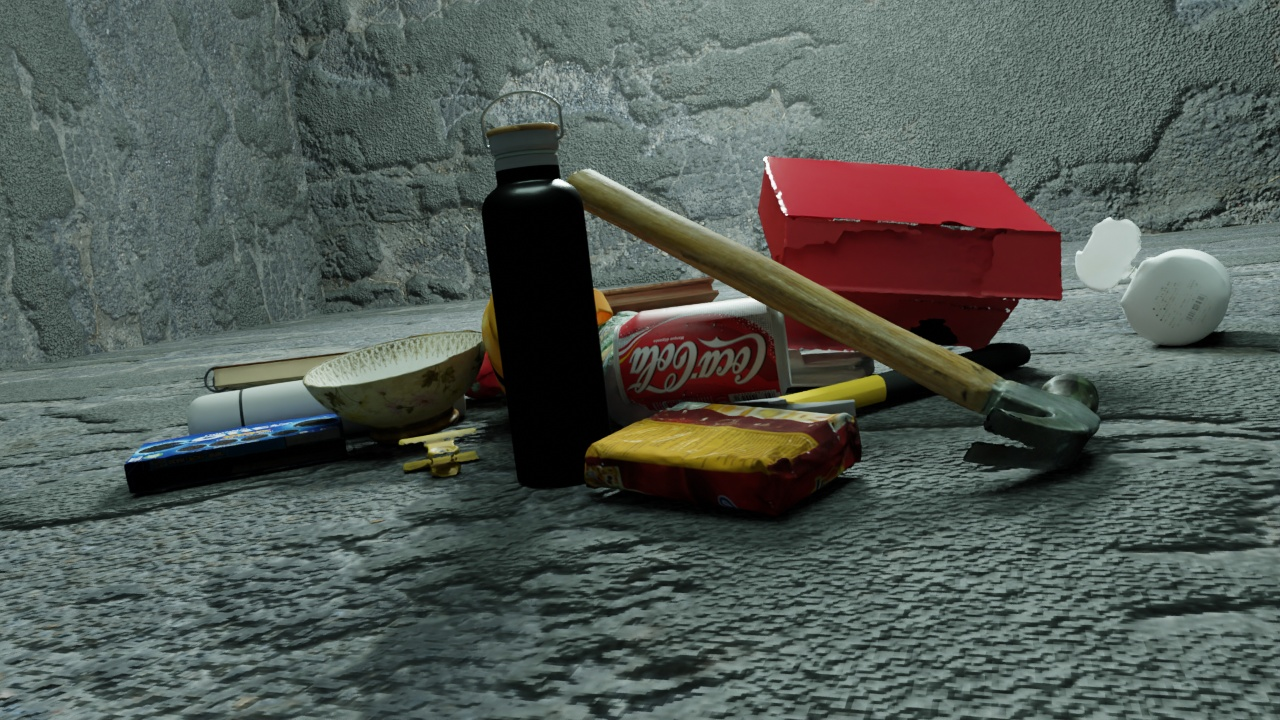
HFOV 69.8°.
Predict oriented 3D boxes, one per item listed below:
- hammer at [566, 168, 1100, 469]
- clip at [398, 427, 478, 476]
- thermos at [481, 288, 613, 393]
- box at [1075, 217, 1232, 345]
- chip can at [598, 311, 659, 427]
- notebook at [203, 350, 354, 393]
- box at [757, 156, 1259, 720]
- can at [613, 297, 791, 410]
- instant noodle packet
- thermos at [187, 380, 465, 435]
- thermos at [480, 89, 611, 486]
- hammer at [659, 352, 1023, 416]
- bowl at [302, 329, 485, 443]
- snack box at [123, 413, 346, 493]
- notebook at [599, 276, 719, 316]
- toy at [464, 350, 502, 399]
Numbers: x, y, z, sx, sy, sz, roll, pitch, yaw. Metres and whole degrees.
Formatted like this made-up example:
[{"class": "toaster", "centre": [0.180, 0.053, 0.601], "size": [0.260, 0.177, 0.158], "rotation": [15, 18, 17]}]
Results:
[{"class": "hammer", "centre": [0.094, -0.034, 0.524], "size": [0.330, 0.033, 0.132], "rotation": [30, 27, 20]}, {"class": "clip", "centre": [-0.134, 0.060, 0.618], "size": [0.054, 0.044, 0.050], "rotation": [-7, -17, -17]}, {"class": "thermos", "centre": [-0.076, -0.019, 0.708], "size": [0.091, 0.076, 0.233], "rotation": [-51, -2, -11]}, {"class": "box", "centre": [0.446, -0.074, 0.814], "size": [0.143, 0.083, 0.137], "rotation": [27, 24, 30]}, {"class": "chip can", "centre": [-0.003, 0.004, 0.750], "size": [0.075, 0.075, 0.223], "rotation": [-7, 8, -4]}, {"class": "notebook", "centre": [-0.311, 0.019, 0.922], "size": [0.167, 0.024, 0.225], "rotation": [-7, -6, -3]}, {"class": "box", "centre": [0.204, 0.039, 0.641], "size": [0.215, 0.141, 0.509], "rotation": [3, 50, -4]}, {"class": "can", "centre": [0.039, -0.004, 0.578], "size": [0.105, 0.064, 0.064], "rotation": [-7, 7, 11]}, {"class": "instant noodle packet", "centre": [0.043, 0.050, 0.498], "size": [0.136, 0.040, 0.098], "rotation": [2, 10, 39]}, {"class": "thermos", "centre": [-0.267, 0.040, 0.791], "size": [0.224, 0.052, 0.052], "rotation": [-9, 8, -15]}, {"class": "thermos", "centre": [-0.059, -0.044, 0.553], "size": [0.061, 0.231, 0.061], "rotation": [-6, 8, 1]}, {"class": "hammer", "centre": [0.179, 0.019, 0.667], "size": [0.322, 0.029, 0.127], "rotation": [-11, 9, -34]}, {"class": "bowl", "centre": [-0.187, 0.024, 0.731], "size": [0.145, 0.063, 0.145], "rotation": [-9, 14, 2]}, {"class": "snack box", "centre": [-0.304, 0.068, 0.703], "size": [0.150, 0.027, 0.082], "rotation": [-8, 9, -20]}, {"class": "notebook", "centre": [-0.045, -0.026, 0.937], "size": [0.210, 0.022, 0.170], "rotation": [-9, -20, -25]}, {"class": "toy", "centre": [-0.168, 0.008, 0.882], "size": [0.135, 0.045, 0.091], "rotation": [-6, -27, 44]}]
